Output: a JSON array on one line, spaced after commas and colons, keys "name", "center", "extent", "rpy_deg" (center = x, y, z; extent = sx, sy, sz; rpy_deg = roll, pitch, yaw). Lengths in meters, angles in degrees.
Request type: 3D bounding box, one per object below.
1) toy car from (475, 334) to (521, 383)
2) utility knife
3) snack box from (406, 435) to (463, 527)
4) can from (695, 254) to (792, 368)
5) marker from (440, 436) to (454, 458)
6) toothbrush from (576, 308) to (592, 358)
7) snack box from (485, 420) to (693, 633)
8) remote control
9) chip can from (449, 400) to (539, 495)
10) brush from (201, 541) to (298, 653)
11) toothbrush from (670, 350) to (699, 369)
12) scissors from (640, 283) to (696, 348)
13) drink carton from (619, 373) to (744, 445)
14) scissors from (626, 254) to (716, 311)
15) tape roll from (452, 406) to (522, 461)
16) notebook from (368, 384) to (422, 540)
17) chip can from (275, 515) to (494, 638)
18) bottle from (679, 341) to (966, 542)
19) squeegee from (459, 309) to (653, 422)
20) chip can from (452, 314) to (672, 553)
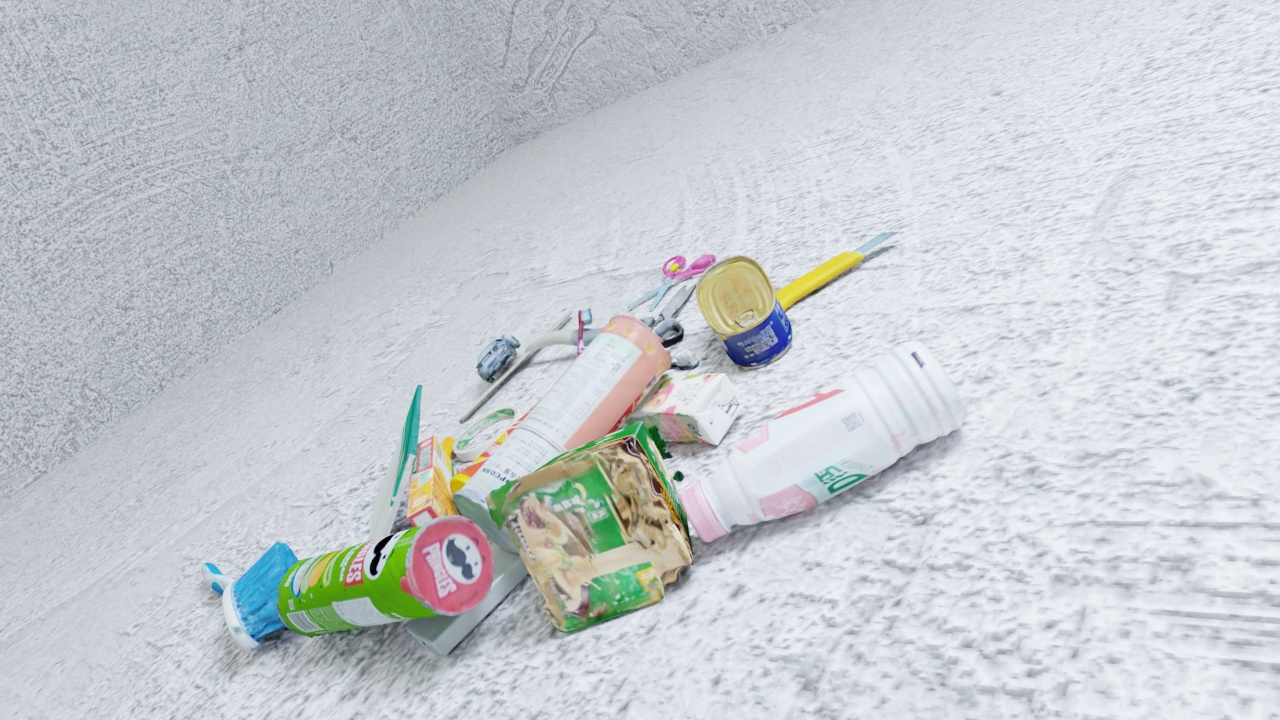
[{"name": "toy car", "center": [-0.186, -0.006, 1.191], "extent": [0.054, 0.037, 0.120], "rpy_deg": [-49, 6, 6]}, {"name": "utility knife", "center": [0.180, -0.081, 0.943], "extent": [0.197, 0.015, 0.033], "rpy_deg": [-31, 29, 1]}, {"name": "snack box", "center": [-0.181, 0.132, 0.842], "extent": [0.027, 0.077, 0.155], "rpy_deg": [-29, 21, -2]}, {"name": "can", "center": [0.100, -0.050, 0.902], "extent": [0.075, 0.049, 0.148], "rpy_deg": [-29, 29, 7]}, {"name": "marker", "center": [-0.223, 0.122, 1.010], "extent": [0.018, 0.015, 0.123], "rpy_deg": [-25, 24, 15]}, {"name": "toothbrush", "center": [-0.063, -0.004, 1.035], "extent": [0.017, 0.016, 0.187], "rpy_deg": [-15, 37, 9]}, {"name": "snack box", "center": [-0.026, 0.109, 0.667], "extent": [0.118, 0.118, 0.105], "rpy_deg": [-23, 9, 15]}, {"name": "remote control", "center": [-0.125, 0.179, 0.740], "extent": [0.134, 0.019, 0.056], "rpy_deg": [-43, 24, -30]}, {"name": "chip can", "center": [-0.077, 0.066, 0.852], "extent": [0.216, 0.073, 0.073], "rpy_deg": [-44, 25, -28]}, {"name": "brush", "center": [-0.409, 0.230, 0.957], "extent": [0.109, 0.060, 0.315], "rpy_deg": [-40, 20, -16]}, {"name": "toothbrush", "center": [-0.006, 0.006, 0.992], "extent": [0.181, 0.018, 0.015], "rpy_deg": [-8, 33, 47]}, {"name": "scissors", "center": [0.024, -0.057, 1.068], "extent": [0.140, 0.014, 0.173], "rpy_deg": [-11, 28, -12]}, {"name": "drink carton", "center": [0.030, 0.043, 0.814], "extent": [0.123, 0.045, 0.053], "rpy_deg": [-3, 42, 51]}, {"name": "scissors", "center": [0.044, -0.103, 1.180], "extent": [0.124, 0.017, 0.133], "rpy_deg": [-11, 32, 33]}, {"name": "tape roll", "center": [-0.172, 0.082, 1.034], "extent": [0.086, 0.014, 0.085], "rpy_deg": [-26, 21, 10]}, {"name": "notebook", "center": [-0.245, 0.122, 0.914], "extent": [0.209, 0.012, 0.150], "rpy_deg": [-125, 55, -70]}, {"name": "chip can", "center": [-0.213, 0.179, 0.738], "extent": [0.237, 0.072, 0.072], "rpy_deg": [-22, 20, 43]}, {"name": "bottle", "center": [0.120, 0.061, 0.631], "extent": [0.197, 0.068, 0.068], "rpy_deg": [-30, 21, 7]}, {"name": "squeegee", "center": [-0.081, -0.022, 1.118], "extent": [0.247, 0.039, 0.245], "rpy_deg": [-9, 29, 43]}, {"name": "chip can", "center": [-0.060, 0.056, 0.767], "extent": [0.071, 0.071, 0.214], "rpy_deg": [-1, 43, 52]}]
